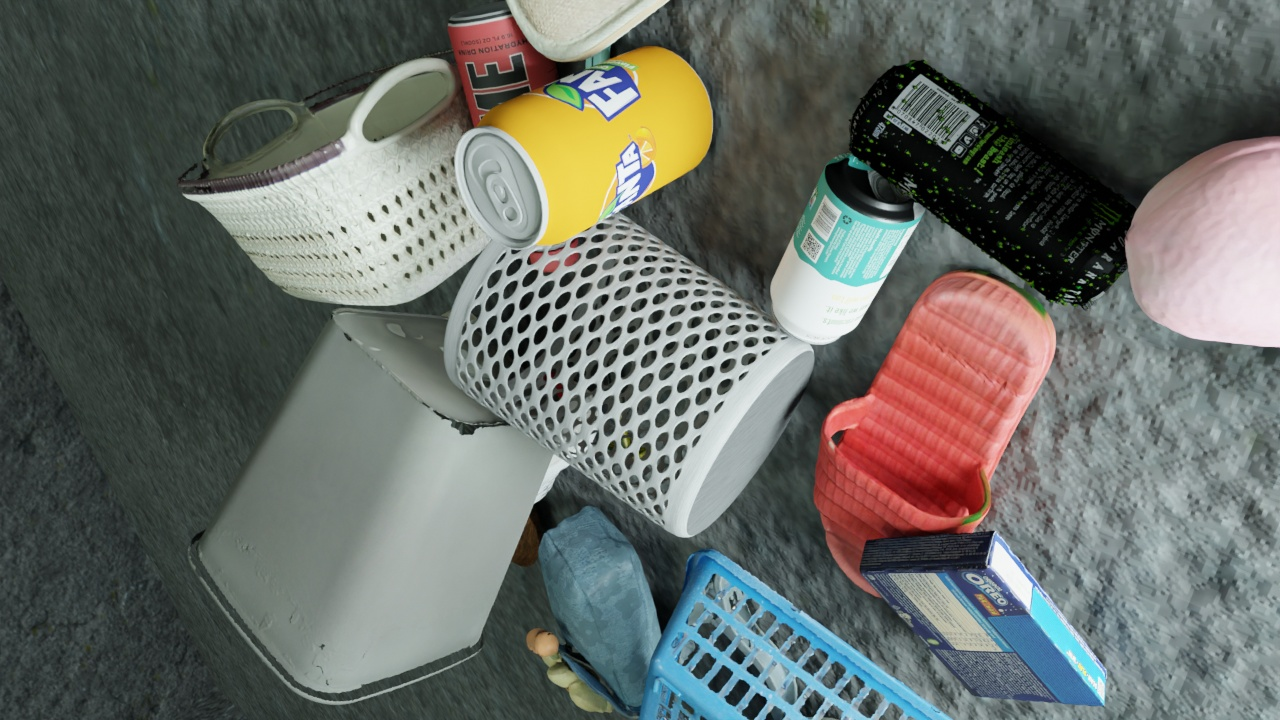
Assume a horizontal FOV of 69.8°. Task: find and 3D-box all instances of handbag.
[{"bbox_3d":[-0.045,0.236,0.825,0.122,0.118,0.192,39,148,52],"label":"handbag"}]

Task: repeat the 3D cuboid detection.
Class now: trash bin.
[{"bbox_3d":[-0.003,0.004,0.583,0.183,0.156,0.157,34,139,20],"label":"trash bin"},{"bbox_3d":[-0.185,0.094,0.696,0.197,0.197,0.220,37,107,26],"label":"trash bin"}]

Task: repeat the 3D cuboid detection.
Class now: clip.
[{"bbox_3d":[0.054,0.236,0.802,0.165,0.030,0.173,-8,111,48],"label":"clip"}]

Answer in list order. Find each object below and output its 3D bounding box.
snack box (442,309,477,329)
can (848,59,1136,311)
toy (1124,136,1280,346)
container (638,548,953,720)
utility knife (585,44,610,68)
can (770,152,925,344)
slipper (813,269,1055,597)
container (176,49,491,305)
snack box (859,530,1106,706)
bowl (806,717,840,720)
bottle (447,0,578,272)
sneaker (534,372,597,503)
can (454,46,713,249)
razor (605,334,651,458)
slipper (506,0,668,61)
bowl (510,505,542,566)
[{"bbox_3d":[-0.208,0.018,0.809,0.026,0.149,0.082,36,140,23],"label":"snack box"},{"bbox_3d":[0.161,-0.082,0.421,0.137,0.053,0.054,42,141,16],"label":"can"},{"bbox_3d":[0.293,-0.021,0.303,0.238,0.087,0.190,26,136,24],"label":"toy"},{"bbox_3d":[0.094,0.339,0.690,0.257,0.089,0.363,32,137,26],"label":"container"},{"bbox_3d":[-0.026,-0.190,0.571,0.022,0.015,0.148,36,136,33],"label":"utility knife"},{"bbox_3d":[0.108,-0.058,0.494,0.055,0.054,0.102,40,140,18],"label":"can"},{"bbox_3d":[0.154,0.061,0.535,0.103,0.059,0.249,33,136,25],"label":"slipper"},{"bbox_3d":[-0.212,-0.133,0.681,0.252,0.184,0.143,7,132,45],"label":"container"},{"bbox_3d":[0.202,0.153,0.536,0.082,0.027,0.150,-15,128,43],"label":"snack box"},{"bbox_3d":[0.175,0.354,0.739,0.188,0.060,0.220,40,141,17],"label":"bowl"},{"bbox_3d":[-0.076,-0.145,0.617,0.062,0.062,0.177,15,128,40],"label":"bottle"},{"bbox_3d":[-0.108,0.090,0.824,0.237,0.104,0.090,-33,54,31],"label":"sneaker"},{"bbox_3d":[-0.029,-0.121,0.518,0.079,0.142,0.079,27,135,31],"label":"can"},{"bbox_3d":[-0.019,0.027,0.724,0.042,0.026,0.106,17,125,41],"label":"razor"},{"bbox_3d":[0.011,-0.240,0.448,0.274,0.053,0.114,-29,99,47],"label":"slipper"},{"bbox_3d":[-0.131,0.158,0.937,0.102,0.026,0.114,38,139,21],"label":"bowl"}]
